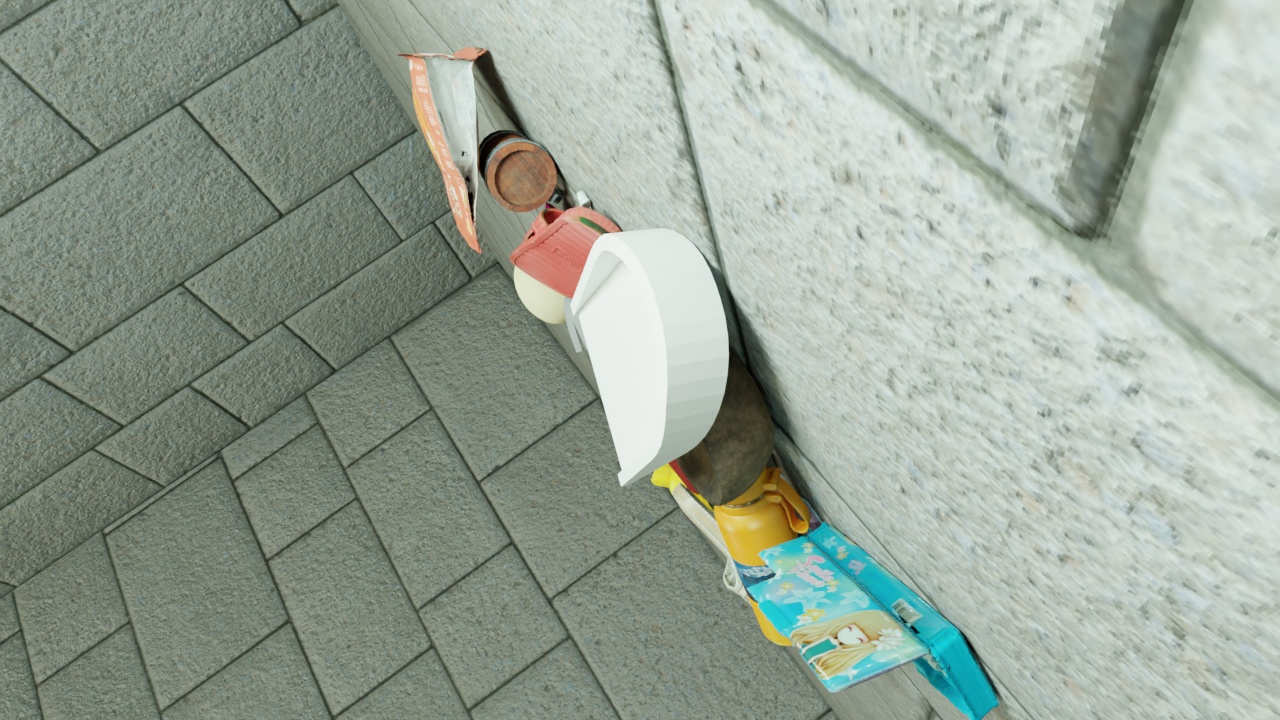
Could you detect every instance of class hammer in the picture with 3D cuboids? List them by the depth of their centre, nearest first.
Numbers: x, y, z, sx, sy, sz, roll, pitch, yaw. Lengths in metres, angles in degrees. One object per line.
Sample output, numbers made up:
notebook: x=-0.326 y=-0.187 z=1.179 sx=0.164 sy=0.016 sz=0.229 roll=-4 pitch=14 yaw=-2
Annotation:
hammer: x=-0.003 y=0.012 z=1.258 sx=0.323 sy=0.029 sz=0.126 roll=52 pitch=-143 yaw=-31

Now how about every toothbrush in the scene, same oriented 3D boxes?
toothbrush: x=-0.066 y=-0.165 z=1.077 sx=0.187 sy=0.012 sz=0.017 roll=111 pitch=137 yaw=-83

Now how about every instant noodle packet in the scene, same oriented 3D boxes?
instant noodle packet: x=-0.219 y=-0.245 z=1.064 sx=0.164 sy=0.084 sz=0.221 roll=-139 pitch=42 yaw=-63

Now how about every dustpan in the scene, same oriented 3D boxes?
dustpan: x=-0.013 y=-0.006 z=0.790 sx=0.258 sy=0.053 sz=0.191 roll=-41 pitch=63 yaw=61

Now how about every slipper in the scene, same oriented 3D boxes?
slipper: x=-0.076 y=-0.131 z=1.041 sx=0.103 sy=0.059 sz=0.249 roll=35 pitch=161 yaw=-16
slipper: x=0.128 y=0.267 z=1.162 sx=0.272 sy=0.054 sz=0.114 roll=50 pitch=174 yaw=-1

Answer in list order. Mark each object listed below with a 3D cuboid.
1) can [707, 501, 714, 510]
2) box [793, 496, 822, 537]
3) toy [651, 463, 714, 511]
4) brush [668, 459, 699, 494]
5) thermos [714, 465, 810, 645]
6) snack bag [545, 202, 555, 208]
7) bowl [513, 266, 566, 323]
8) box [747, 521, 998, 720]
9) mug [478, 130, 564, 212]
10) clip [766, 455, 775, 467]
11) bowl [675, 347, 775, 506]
can: x=0.138 y=0.191 z=1.166 sx=0.067 sy=0.067 sz=0.121 roll=59 pitch=173 yaw=-32
box: x=0.209 y=0.235 z=1.026 sx=0.214 sy=0.040 sz=0.151 roll=55 pitch=170 yaw=-3
toy: x=0.088 y=0.171 z=1.332 sx=0.134 sy=0.087 sz=0.194 roll=25 pitch=174 yaw=1
brush: x=0.067 y=0.099 z=1.187 sx=0.041 sy=0.082 sz=0.173 roll=14 pitch=-155 yaw=-40
thermos: x=0.139 y=0.193 z=0.968 sx=0.076 sy=0.091 sz=0.233 roll=-107 pitch=-5 yaw=-62
snack bag: x=-0.097 y=-0.168 z=1.230 sx=0.070 sy=0.016 sz=0.196 roll=55 pitch=179 yaw=1
bowl: x=-0.116 y=-0.122 z=1.347 sx=0.074 sy=0.117 sz=0.118 roll=-28 pitch=99 yaw=42
box: x=0.196 y=0.218 z=0.817 sx=0.168 sy=0.086 sz=0.227 roll=19 pitch=-173 yaw=-20
mug: x=-0.137 y=-0.219 z=1.085 sx=0.117 sy=0.081 sz=0.111 roll=31 pitch=-169 yaw=-30
clip: x=0.082 y=0.093 z=1.030 sx=0.151 sy=0.105 sz=0.126 roll=63 pitch=-177 yaw=40
bowl: x=0.064 y=0.049 z=0.855 sx=0.162 sy=0.070 sz=0.162 roll=59 pitch=167 yaw=22
